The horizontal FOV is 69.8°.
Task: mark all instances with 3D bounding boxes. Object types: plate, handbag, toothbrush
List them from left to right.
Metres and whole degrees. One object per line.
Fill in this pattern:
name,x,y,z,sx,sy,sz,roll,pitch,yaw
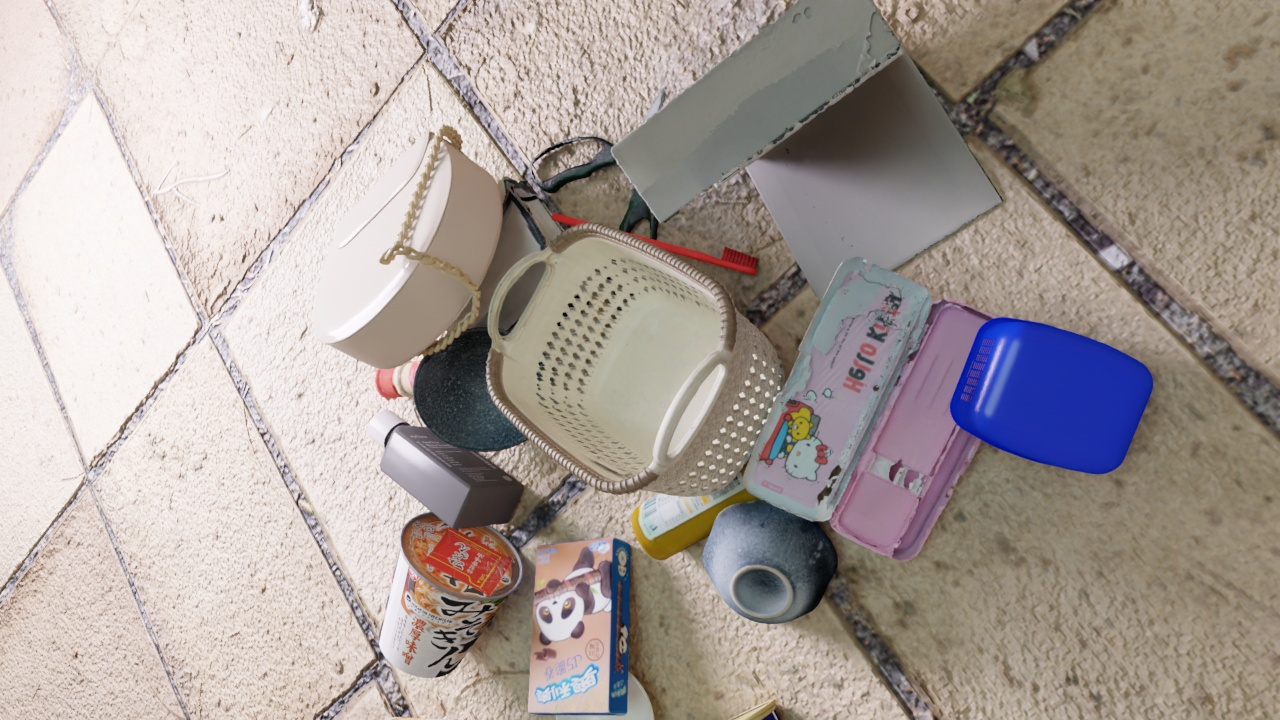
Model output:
handbag,-0.226,-0.103,0.860,0.211,0.103,0.208,-36,43,26
handbag,-0.167,-0.123,0.926,0.151,0.074,0.176,-42,63,21
plate,-0.027,0.323,0.834,0.104,0.026,0.104,-3,85,31
toothbrush,0.010,-0.114,0.844,0.213,0.012,0.018,18,96,23

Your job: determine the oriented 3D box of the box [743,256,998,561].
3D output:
box,0.183,0.038,0.702,0.152,0.038,0.201,25,99,7

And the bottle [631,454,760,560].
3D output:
bottle,0.078,0.106,0.775,0.186,0.053,0.053,-34,70,23

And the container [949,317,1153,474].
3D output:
container,0.285,0.025,0.636,0.114,0.058,0.096,20,95,6

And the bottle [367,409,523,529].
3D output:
bottle,-0.209,0.104,0.926,0.174,0.083,0.046,30,100,30

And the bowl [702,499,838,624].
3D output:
bowl,0.100,0.170,0.736,0.110,0.055,0.110,5,111,14

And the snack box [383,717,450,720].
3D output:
snack box,-0.199,0.437,0.916,0.144,0.040,0.148,-10,81,29

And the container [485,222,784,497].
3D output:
container,-0.005,0.004,0.752,0.246,0.142,0.184,34,95,44

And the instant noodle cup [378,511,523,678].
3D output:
instant noodle cup,-0.194,0.233,0.893,0.123,0.123,0.122,38,113,27

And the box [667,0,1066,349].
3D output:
box,0.212,-0.123,0.781,0.168,0.422,0.173,-33,33,24

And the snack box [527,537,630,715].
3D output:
snack box,-0.055,0.241,0.831,0.087,0.034,0.151,-12,64,29

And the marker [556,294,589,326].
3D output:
marker,-0.106,-0.031,0.918,0.139,0.016,0.022,-27,42,26

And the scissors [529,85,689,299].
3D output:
scissors,-0.035,-0.172,0.888,0.203,0.015,0.202,22,97,31

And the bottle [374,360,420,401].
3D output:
bottle,-0.228,0.019,0.967,0.109,0.044,0.044,-4,84,29

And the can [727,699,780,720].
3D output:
can,0.081,0.348,0.753,0.116,0.056,0.092,-35,71,23

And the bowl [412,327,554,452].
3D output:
bowl,-0.152,0.018,0.903,0.137,0.137,0.057,-51,24,16
